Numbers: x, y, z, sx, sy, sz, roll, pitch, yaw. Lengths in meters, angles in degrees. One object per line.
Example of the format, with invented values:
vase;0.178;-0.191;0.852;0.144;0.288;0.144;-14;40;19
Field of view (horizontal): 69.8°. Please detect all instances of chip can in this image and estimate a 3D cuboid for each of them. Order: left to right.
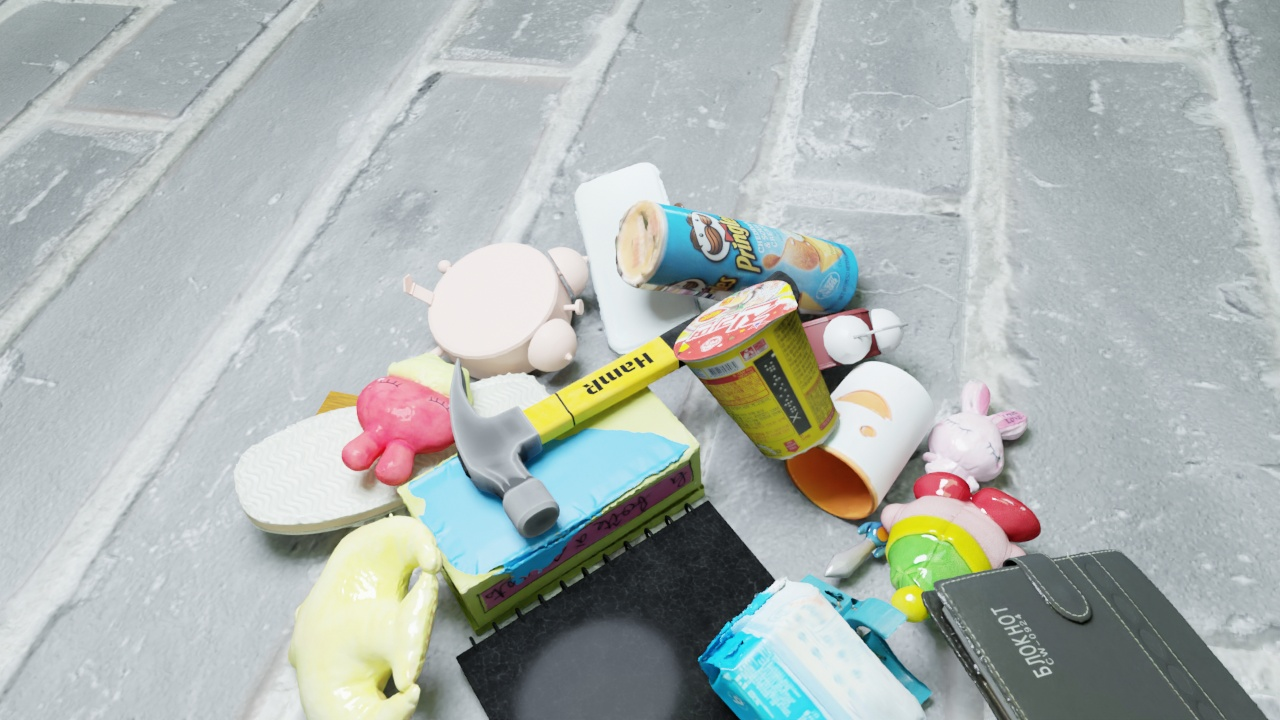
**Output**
chip can;0.091;-0.089;0.837;0.229;0.080;0.079;7;42;-30

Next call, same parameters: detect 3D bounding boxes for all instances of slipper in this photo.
slipper;-0.203;0.079;0.791;0.272;0.054;0.114;-16;54;-19

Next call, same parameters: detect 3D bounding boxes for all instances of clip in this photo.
clip;0.158;0.187;0.641;0.033;0.119;0.120;-37;67;-14

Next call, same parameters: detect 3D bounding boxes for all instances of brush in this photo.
brush;-0.286;0.083;0.822;0.048;0.017;0.126;9;51;14

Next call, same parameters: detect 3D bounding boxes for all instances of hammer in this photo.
hammer;-0.004;0.004;0.752;0.324;0.034;0.170;-28;52;-18

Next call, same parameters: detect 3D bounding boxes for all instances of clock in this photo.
clock;-0.134;-0.053;0.868;0.160;0.086;0.130;1;60;11
clock;0.172;-0.017;0.799;0.087;0.125;0.044;-12;85;-40

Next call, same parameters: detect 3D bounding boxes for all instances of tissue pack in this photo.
tissue pack;0.115;0.223;0.615;0.092;0.062;0.144;-37;75;-22

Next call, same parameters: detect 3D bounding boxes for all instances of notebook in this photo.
notebook;0.001;0.217;0.676;0.231;0.019;0.169;-29;54;-18
notebook;0.300;0.199;0.597;0.208;0.030;0.169;1;45;-32

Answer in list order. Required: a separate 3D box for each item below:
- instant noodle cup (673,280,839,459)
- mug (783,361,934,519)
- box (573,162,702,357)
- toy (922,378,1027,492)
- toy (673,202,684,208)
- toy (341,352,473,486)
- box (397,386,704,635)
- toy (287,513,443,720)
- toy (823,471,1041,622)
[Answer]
instant noodle cup;0.095;0.012;0.702;0.100;0.112;0.100;-29;21;12
mug;0.178;0.064;0.745;0.082;0.082;0.105;28;57;27
box;-0.002;-0.100;0.892;0.118;0.063;0.213;-12;68;-2
toy;0.276;0.064;0.759;0.063;0.047;0.109;32;56;19
toy;0.000;-0.126;0.953;0.101;0.042;0.054;-15;82;-17
toy;-0.192;0.046;0.758;0.092;0.045;0.134;23;48;10
box;-0.070;0.106;0.744;0.220;0.079;0.124;-32;54;-17
toy;-0.200;0.194;0.662;0.155;0.064;0.170;-15;60;35
toy;0.212;0.139;0.673;0.124;0.097;0.131;25;68;30
